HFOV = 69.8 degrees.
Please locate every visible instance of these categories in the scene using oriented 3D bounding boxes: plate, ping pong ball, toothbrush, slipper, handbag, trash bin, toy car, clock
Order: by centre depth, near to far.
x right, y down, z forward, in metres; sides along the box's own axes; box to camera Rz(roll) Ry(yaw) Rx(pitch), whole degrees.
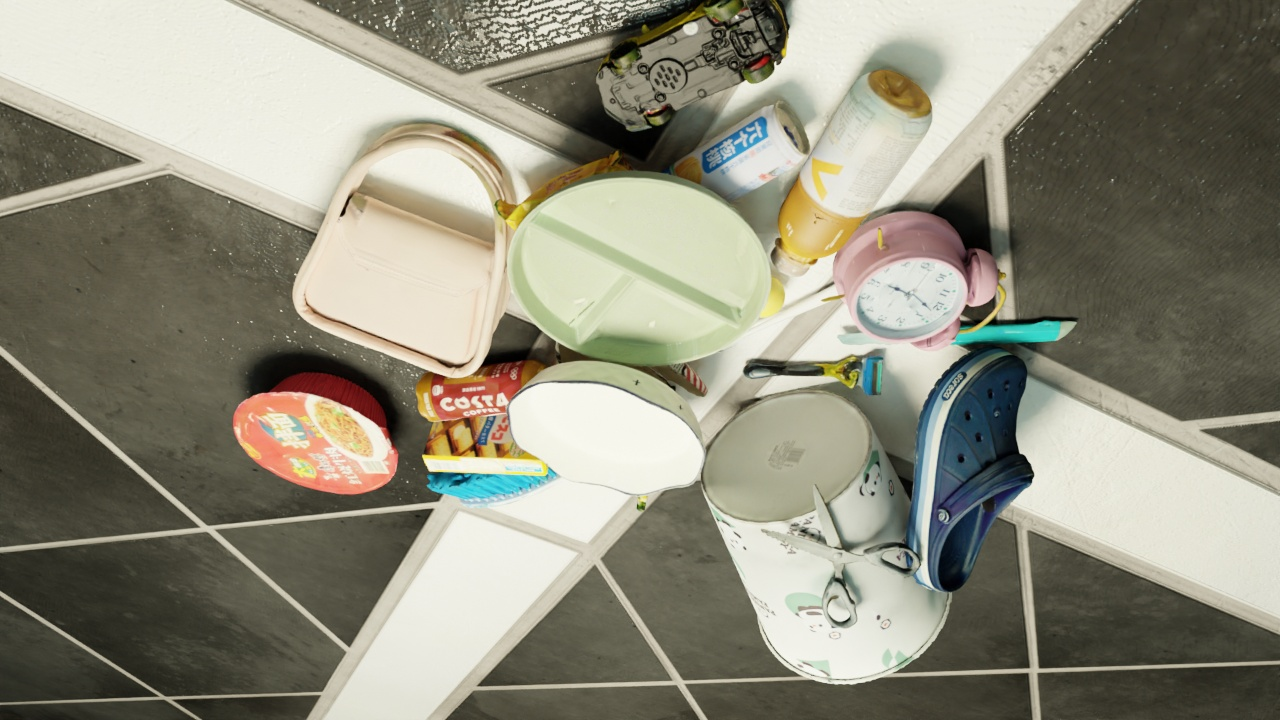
[{"bbox_3d":[0.036,-0.231,0.699,0.156,0.041,0.071,-19,130,26],"label":"toy car"},{"bbox_3d":[-0.001,-0.076,0.806,0.230,0.027,0.231,3,140,2],"label":"plate"},{"bbox_3d":[0.252,-0.065,0.823,0.158,0.059,0.117,16,133,-16],"label":"clock"},{"bbox_3d":[-0.206,-0.110,0.857,0.193,0.093,0.235,19,129,-10],"label":"handbag"},{"bbox_3d":[0.117,-0.061,0.871,0.040,0.040,0.040,5,137,4],"label":"ping pong ball"},{"bbox_3d":[0.326,0.113,0.893,0.105,0.253,0.095,1,-166,-41],"label":"slipper"},{"bbox_3d":[0.148,-0.050,0.899,0.181,0.016,0.016,-25,132,29],"label":"toothbrush"},{"bbox_3d":[-0.032,0.068,0.934,0.205,0.045,0.205,11,144,8],"label":"plate"},{"bbox_3d":[0.194,0.183,1.000,0.230,0.228,0.252,-14,127,23],"label":"trash bin"},{"bbox_3d":[0.017,0.103,1.056,0.017,0.012,0.186,4,124,-11],"label":"toothbrush"}]

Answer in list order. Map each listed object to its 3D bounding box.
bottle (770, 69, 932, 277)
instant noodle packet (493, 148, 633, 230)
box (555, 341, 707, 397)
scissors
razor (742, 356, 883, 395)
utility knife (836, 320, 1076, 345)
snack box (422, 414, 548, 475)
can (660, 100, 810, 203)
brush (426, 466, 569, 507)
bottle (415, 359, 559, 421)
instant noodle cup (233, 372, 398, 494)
[{"bbox_3d":[0.163,-0.144,0.752,0.068,0.067,0.190,18,137,-10],"label":"bottle"},{"bbox_3d":[-0.050,-0.122,0.818,0.129,0.044,0.111,-20,133,17],"label":"instant noodle packet"},{"bbox_3d":[-0.004,0.004,0.937,0.162,0.076,0.088,38,143,-24],"label":"box"},{"bbox_3d":[0.193,0.187,0.876,0.159,0.014,0.181,-10,116,-9],"label":"scissors"},{"bbox_3d":[0.178,0.012,0.954,0.143,0.022,0.043,1,111,13],"label":"razor"},{"bbox_3d":[0.305,-0.026,0.896,0.222,0.013,0.029,-2,138,9],"label":"utility knife"},{"bbox_3d":[-0.169,0.086,1.045,0.140,0.086,0.034,3,138,7],"label":"snack box"},{"bbox_3d":[0.071,-0.159,0.762,0.135,0.053,0.053,-26,127,32],"label":"can"},{"bbox_3d":[-0.101,0.131,1.113,0.315,0.060,0.109,-16,138,22],"label":"brush"},{"bbox_3d":[-0.156,0.032,1.006,0.175,0.057,0.057,-6,135,16],"label":"bottle"},{"bbox_3d":[-0.375,0.079,1.090,0.194,0.065,0.194,6,137,5],"label":"instant noodle cup"}]
